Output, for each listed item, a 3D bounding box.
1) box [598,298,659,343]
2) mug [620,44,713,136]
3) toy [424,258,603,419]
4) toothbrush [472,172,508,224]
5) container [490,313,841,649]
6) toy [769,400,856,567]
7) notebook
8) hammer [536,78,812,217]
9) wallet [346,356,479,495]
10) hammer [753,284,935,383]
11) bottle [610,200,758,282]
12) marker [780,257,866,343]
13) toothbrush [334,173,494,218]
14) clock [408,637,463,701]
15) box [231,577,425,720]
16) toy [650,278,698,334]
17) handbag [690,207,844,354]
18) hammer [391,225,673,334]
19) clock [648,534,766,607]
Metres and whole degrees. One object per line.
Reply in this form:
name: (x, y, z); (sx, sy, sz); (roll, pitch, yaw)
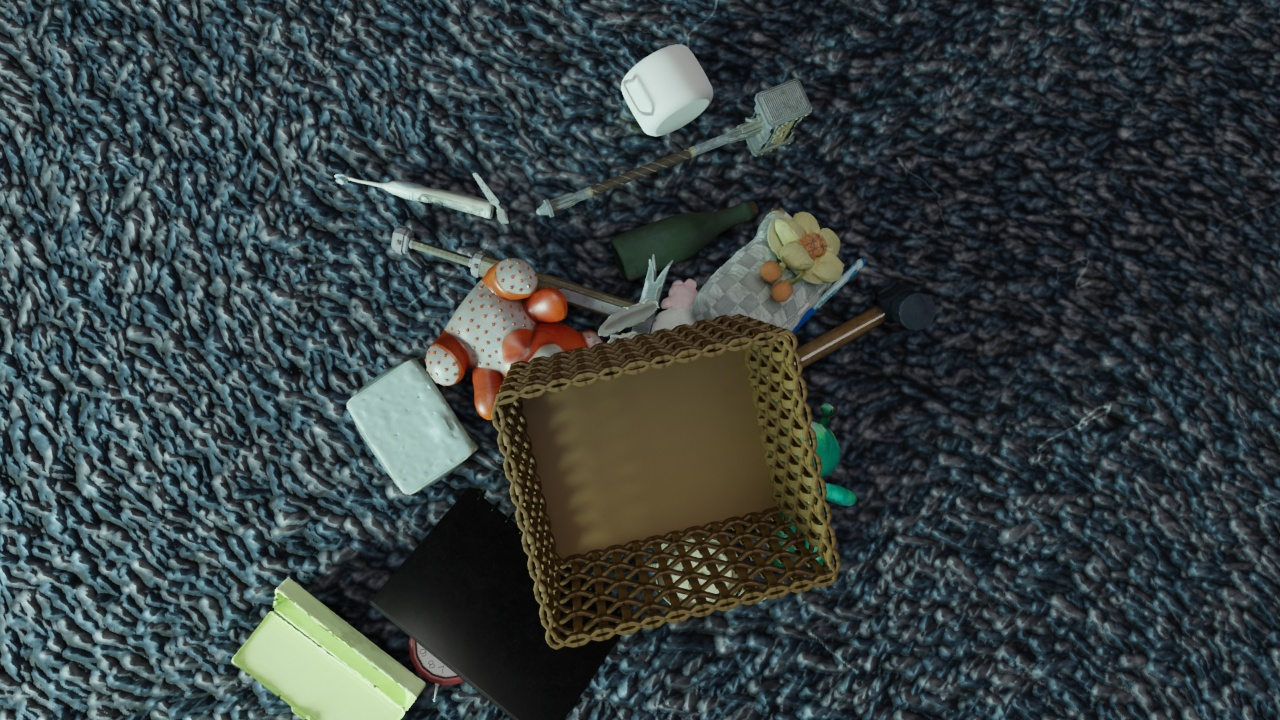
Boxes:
box: (-0.008, 0.002, 0.991); (0.081, 0.091, 0.160); (-9, 125, -27)
mug: (0.025, -0.306, 1.051); (0.115, 0.095, 0.068); (-26, 85, -44)
toy: (-0.128, -0.008, 1.003); (0.172, 0.093, 0.163); (36, 88, -9)
toothbrush: (-0.160, -0.171, 0.984); (0.010, 0.181, 0.010); (-10, 86, 0)
container: (0.015, 0.094, 0.847); (0.251, 0.214, 0.219); (-13, 98, -3)
toy: (0.181, 0.138, 1.024); (0.130, 0.072, 0.193); (0, 91, -4)
notebook: (-0.141, 0.263, 0.976); (0.231, 0.019, 0.168); (39, 59, 1)
hammer: (0.033, -0.228, 1.045); (0.322, 0.098, 0.044); (-23, 84, -6)
wallet: (-0.250, 0.073, 1.011); (0.100, 0.054, 0.131); (-32, 86, 4)
hammer: (0.165, 0.005, 1.032); (0.322, 0.129, 0.040); (-29, 101, 3)
bottle: (0.055, -0.146, 1.059); (0.174, 0.055, 0.055); (-22, 84, -7)
marker: (0.214, -0.072, 1.080); (0.141, 0.013, 0.013); (-43, 87, -8)
toothbrush: (-0.261, -0.195, 1.061); (0.185, 0.022, 0.024); (12, 63, -3)
clock: (-0.208, 0.292, 0.987); (0.087, 0.044, 0.124); (-18, 85, -6)
box: (-0.326, 0.324, 0.977); (0.188, 0.061, 0.133); (35, 104, 2)
toy: (0.049, -0.031, 1.051); (0.076, 0.037, 0.125); (-3, 77, 0)
handbag: (0.146, -0.087, 1.017); (0.112, 0.124, 0.171); (44, 68, -2)
hammer: (-0.134, -0.089, 1.039); (0.317, 0.028, 0.147); (18, 113, 5)
clock: (0.078, 0.229, 1.004); (0.141, 0.054, 0.093); (25, 107, -12)
